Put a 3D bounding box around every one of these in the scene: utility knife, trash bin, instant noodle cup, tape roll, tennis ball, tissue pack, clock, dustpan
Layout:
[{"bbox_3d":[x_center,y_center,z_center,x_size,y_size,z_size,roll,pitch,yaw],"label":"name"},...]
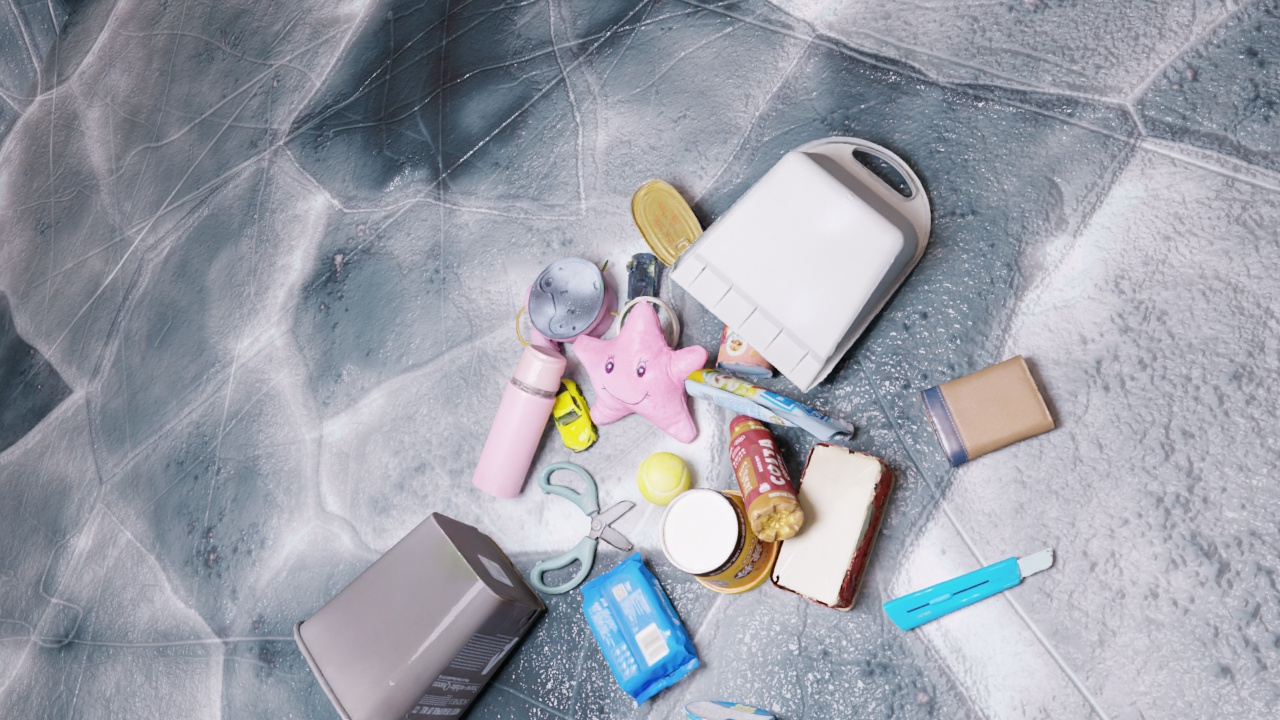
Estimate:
[{"bbox_3d":[0.338,0.234,0.944,0.179,0.018,0.034,-27,62,16],"label":"utility knife"},{"bbox_3d":[-0.259,0.327,1.130,0.220,0.199,0.198,-46,60,-1],"label":"trash bin"},{"bbox_3d":[0.088,0.428,0.970,0.099,0.099,0.110,3,83,28],"label":"instant noodle cup"},{"bbox_3d":[0.010,-0.040,1.190,0.086,0.013,0.086,2,95,27],"label":"tape roll"},{"bbox_3d":[0.028,0.143,1.106,0.066,0.065,0.065,-9,70,25],"label":"tennis ball"},{"bbox_3d":[-0.003,0.311,1.075,0.095,0.052,0.157,-37,61,10],"label":"tissue pack"},{"bbox_3d":[-0.105,-0.070,1.250,0.159,0.059,0.117,-22,66,18],"label":"clock"},{"bbox_3d":[0.210,-0.137,1.084,0.222,0.142,0.258,42,112,12],"label":"dustpan"},{"bbox_3d":[0.085,0.197,1.030,0.119,0.114,0.118,-9,69,24],"label":"instant noodle cup"}]

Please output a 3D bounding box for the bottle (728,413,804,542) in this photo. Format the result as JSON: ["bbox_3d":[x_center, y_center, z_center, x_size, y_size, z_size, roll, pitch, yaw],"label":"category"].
[{"bbox_3d":[0.134,0.124,1.024,0.057,0.057,0.174,-34,30,14],"label":"bottle"}]

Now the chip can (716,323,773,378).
[{"bbox_3d":[0.145,-0.088,1.120,0.071,0.071,0.214,5,76,28],"label":"chip can"}]

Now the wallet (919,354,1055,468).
[{"bbox_3d":[0.368,0.053,0.981,0.115,0.033,0.090,-25,66,17],"label":"wallet"}]

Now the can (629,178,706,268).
[{"bbox_3d":[0.043,-0.173,1.213,0.075,0.049,0.148,-38,60,12],"label":"can"}]

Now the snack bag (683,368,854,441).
[{"bbox_3d":[0.149,0.054,1.048,0.191,0.110,0.039,20,89,32],"label":"snack bag"}]

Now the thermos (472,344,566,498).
[{"bbox_3d":[-0.156,0.077,1.207,0.067,0.087,0.199,21,98,0],"label":"thermos"}]

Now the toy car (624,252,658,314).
[{"bbox_3d":[0.004,-0.097,1.217,0.043,0.034,0.090,2,89,24],"label":"toy car"}]

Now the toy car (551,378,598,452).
[{"bbox_3d":[-0.093,0.072,1.213,0.048,0.032,0.105,-32,63,14],"label":"toy car"}]

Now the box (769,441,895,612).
[{"bbox_3d":[0.208,0.179,0.994,0.091,0.077,0.168,15,82,31],"label":"box"}]

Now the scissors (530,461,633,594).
[{"bbox_3d":[-0.092,0.221,1.171,0.170,0.019,0.179,32,89,30],"label":"scissors"}]

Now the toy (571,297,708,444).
[{"bbox_3d":[-0.007,0.007,1.151,0.195,0.074,0.179,13,108,30],"label":"toy"}]
